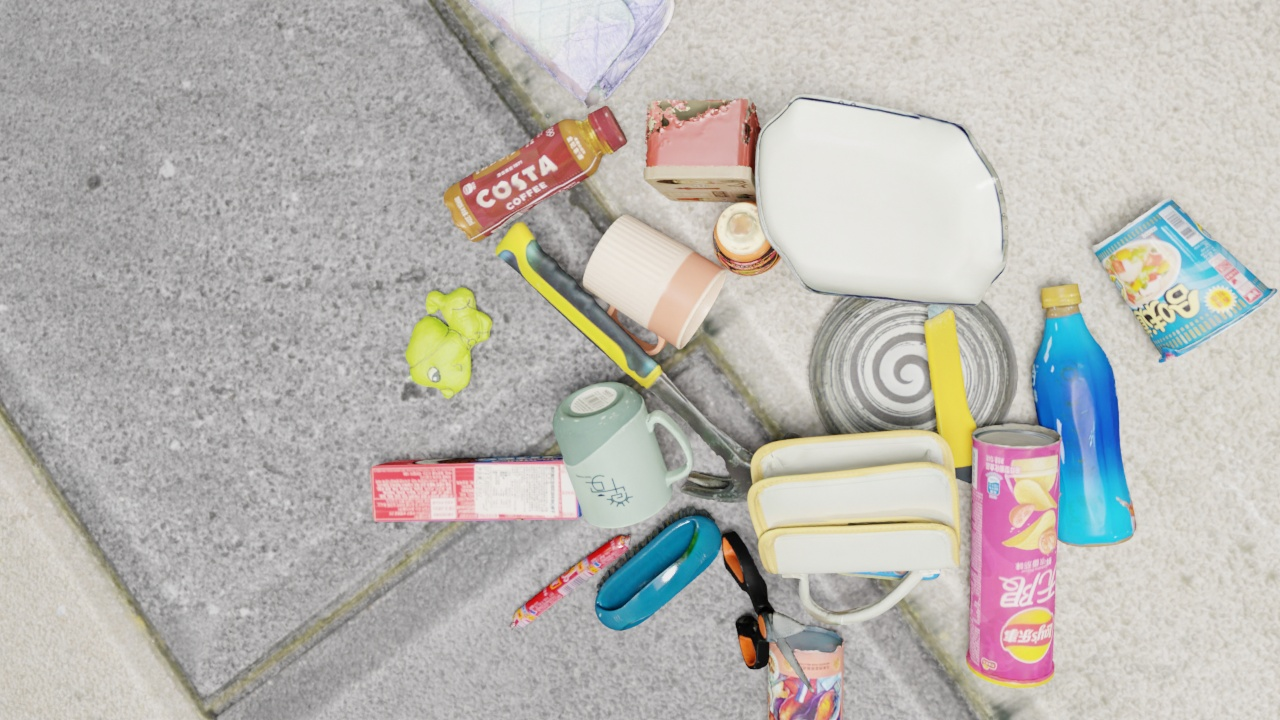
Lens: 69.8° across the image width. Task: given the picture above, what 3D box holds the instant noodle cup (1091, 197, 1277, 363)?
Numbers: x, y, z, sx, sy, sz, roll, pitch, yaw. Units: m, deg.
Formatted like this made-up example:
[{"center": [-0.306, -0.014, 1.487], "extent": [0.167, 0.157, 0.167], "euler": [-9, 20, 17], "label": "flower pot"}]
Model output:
[{"center": [0.435, -0.070, 0.750], "extent": [0.099, 0.099, 0.110], "euler": [-36, 79, 10], "label": "instant noodle cup"}]

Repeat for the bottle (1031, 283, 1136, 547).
[{"center": [0.370, 0.044, 0.777], "extent": [0.065, 0.065, 0.218], "euler": [-8, 92, 10], "label": "bottle"}]

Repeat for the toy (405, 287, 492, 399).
[{"center": [-0.190, -0.018, 0.894], "extent": [0.100, 0.031, 0.096], "euler": [-36, 86, 6], "label": "toy"}]

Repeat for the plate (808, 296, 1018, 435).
[{"center": [0.241, 0.011, 0.821], "extent": [0.179, 0.024, 0.179], "euler": [1, 95, 10], "label": "plate"}]

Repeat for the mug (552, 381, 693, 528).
[{"center": [-0.013, 0.077, 0.797], "extent": [0.112, 0.082, 0.106], "euler": [-10, 114, 15], "label": "mug"}]

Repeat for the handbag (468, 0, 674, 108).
[{"center": [-0.074, -0.342, 0.835], "extent": [0.194, 0.075, 0.134], "euler": [42, 99, 7], "label": "handbag"}]

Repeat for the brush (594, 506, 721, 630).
[{"center": [0.016, 0.198, 0.845], "extent": [0.144, 0.073, 0.055], "euler": [-42, 101, 9], "label": "brush"}]

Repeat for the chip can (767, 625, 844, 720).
[{"center": [0.148, 0.355, 0.830], "extent": [0.071, 0.071, 0.214], "euler": [1, 92, 10], "label": "chip can"}]

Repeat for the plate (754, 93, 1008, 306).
[{"center": [0.196, -0.124, 0.751], "extent": [0.265, 0.034, 0.162], "euler": [1, 83, -28], "label": "plate"}]

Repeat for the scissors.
[{"center": [0.108, 0.226, 0.768], "extent": [0.021, 0.226, 0.198], "euler": [-10, 121, -8], "label": "scissors"}]

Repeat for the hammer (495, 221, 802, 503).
[{"center": [-0.005, 0.005, 0.816], "extent": [0.323, 0.031, 0.126], "euler": [44, 131, -1], "label": "hammer"}]

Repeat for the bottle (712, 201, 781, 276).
[{"center": [0.090, -0.107, 0.778], "extent": [0.067, 0.149, 0.067], "euler": [1, 93, 10], "label": "bottle"}]

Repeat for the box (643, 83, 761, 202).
[{"center": [0.055, -0.180, 0.771], "extent": [0.091, 0.168, 0.077], "euler": [2, 93, 10], "label": "box"}]

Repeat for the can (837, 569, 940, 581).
[{"center": [0.216, 0.143, 0.805], "extent": [0.102, 0.057, 0.083], "euler": [3, 112, 11], "label": "can"}]

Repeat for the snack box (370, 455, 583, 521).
[{"center": [-0.150, 0.124, 0.881], "extent": [0.208, 0.057, 0.058], "euler": [-2, 90, 11], "label": "snack box"}]

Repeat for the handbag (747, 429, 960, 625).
[{"center": [0.179, 0.151, 0.755], "extent": [0.163, 0.063, 0.179], "euler": [-6, 115, 17], "label": "handbag"}]

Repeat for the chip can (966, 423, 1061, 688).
[{"center": [0.314, 0.163, 0.773], "extent": [0.071, 0.071, 0.210], "euler": [-1, 102, 10], "label": "chip can"}]

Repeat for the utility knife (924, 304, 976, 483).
[{"center": [0.270, 0.025, 0.796], "extent": [0.033, 0.015, 0.167], "euler": [-8, 92, 3], "label": "utility knife"}]

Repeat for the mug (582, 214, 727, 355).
[{"center": [0.007, -0.061, 0.838], "extent": [0.106, 0.081, 0.115], "euler": [32, 127, 9], "label": "mug"}]

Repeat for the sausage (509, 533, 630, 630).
[{"center": [-0.069, 0.214, 0.888], "extent": [0.156, 0.020, 0.020], "euler": [-38, 86, 10], "label": "sausage"}]

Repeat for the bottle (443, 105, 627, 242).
[{"center": [-0.097, -0.176, 0.856], "extent": [0.175, 0.057, 0.057], "euler": [-28, 87, 10], "label": "bottle"}]
